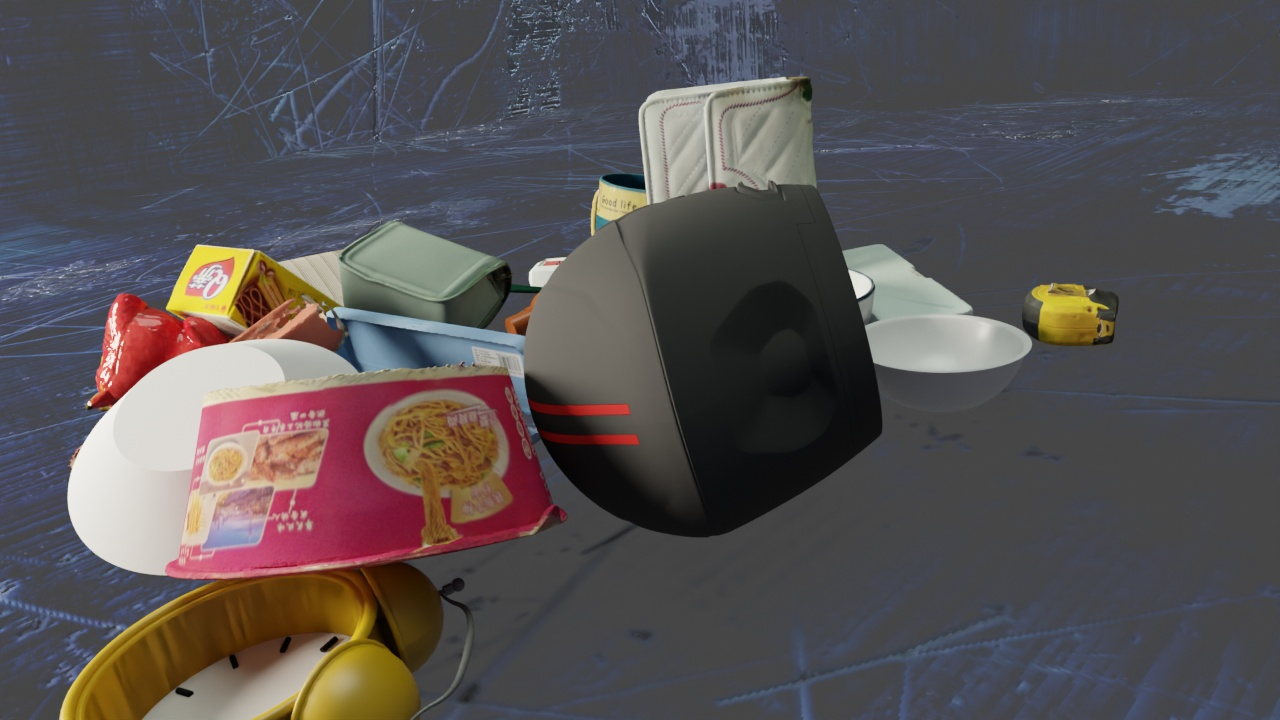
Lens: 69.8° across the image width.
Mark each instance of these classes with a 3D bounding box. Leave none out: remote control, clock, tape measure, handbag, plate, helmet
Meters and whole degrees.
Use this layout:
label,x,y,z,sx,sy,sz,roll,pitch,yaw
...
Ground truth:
label,x,y,z,sx,sy,sz,roll,pitch,yaw
remote control,-0.045,-0.095,0.956,0.143,0.024,0.049,-2,21,12
clock,-0.140,0.123,0.354,0.152,0.052,0.113,-10,20,1
tape measure,0.316,-0.036,0.676,0.064,0.037,0.065,6,23,27
handbag,-0.253,-0.055,0.877,0.175,0.062,0.198,-18,32,-36
handbag,-0.190,-0.066,0.807,0.122,0.067,0.105,19,40,15
handbag,0.077,-0.127,0.762,0.142,0.199,0.096,-5,18,8
plate,-0.246,0.037,0.527,0.174,0.036,0.173,-2,47,2
helmet,0.027,-0.001,0.478,0.170,0.164,0.264,-15,9,8

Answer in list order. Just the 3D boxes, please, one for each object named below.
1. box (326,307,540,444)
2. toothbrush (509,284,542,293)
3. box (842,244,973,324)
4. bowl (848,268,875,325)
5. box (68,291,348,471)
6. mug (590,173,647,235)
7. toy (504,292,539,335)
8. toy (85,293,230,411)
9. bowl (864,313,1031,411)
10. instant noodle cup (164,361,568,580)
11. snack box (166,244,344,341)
label,x,y,z,sx,sy,sz,roll,pitch,yaw
box,-0.161,0.013,0.626,0.209,0.074,0.077,8,28,33
toothbrush,-0.139,-0.074,0.883,0.189,0.017,0.016,2,33,-11
box,0.194,-0.048,0.733,0.083,0.066,0.198,11,19,-11
bowl,0.110,-0.025,0.667,0.118,0.062,0.118,-5,21,2
box,-0.269,0.023,0.594,0.062,0.058,0.187,35,60,16
mug,-0.010,-0.122,0.879,0.083,0.107,0.114,-11,27,-33
toy,-0.053,-0.043,0.787,0.127,0.065,0.095,-27,20,-26
toy,-0.360,0.016,0.719,0.133,0.094,0.088,18,-21,1
bowl,0.191,0.006,0.590,0.110,0.040,0.109,-5,20,2
instant noodle cup,-0.126,0.046,0.429,0.178,0.077,0.178,-6,-2,0
snack box,-0.314,-0.042,0.756,0.084,0.106,0.061,7,69,30
